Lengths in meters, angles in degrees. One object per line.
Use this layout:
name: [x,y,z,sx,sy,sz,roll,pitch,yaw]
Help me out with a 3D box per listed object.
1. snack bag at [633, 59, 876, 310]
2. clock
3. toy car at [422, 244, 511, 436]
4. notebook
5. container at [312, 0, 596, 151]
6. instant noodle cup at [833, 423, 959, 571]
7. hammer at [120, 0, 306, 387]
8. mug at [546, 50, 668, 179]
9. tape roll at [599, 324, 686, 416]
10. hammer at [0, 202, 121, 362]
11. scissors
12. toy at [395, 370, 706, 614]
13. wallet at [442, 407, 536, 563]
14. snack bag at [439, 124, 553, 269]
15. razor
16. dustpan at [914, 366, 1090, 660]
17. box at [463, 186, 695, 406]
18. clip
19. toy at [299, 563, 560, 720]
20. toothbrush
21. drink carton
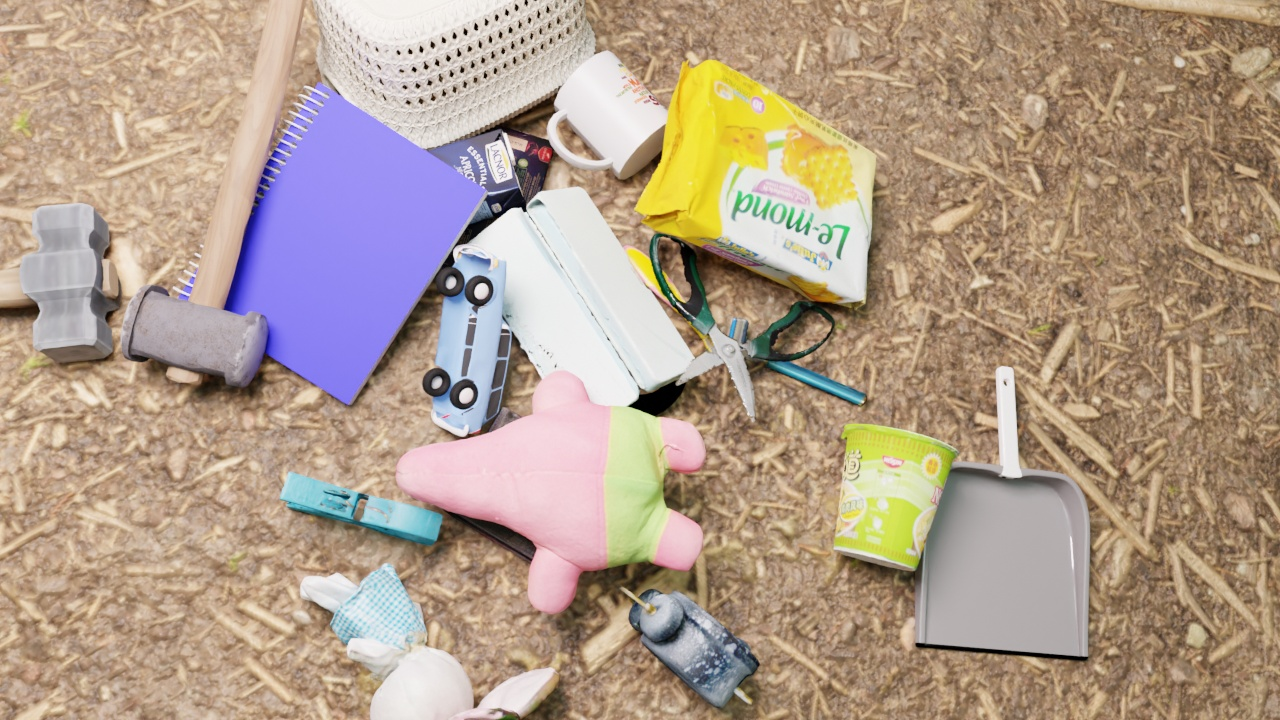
snack bag: [0.111,-0.153,0.825,0.247,0.068,0.159,21,71,-29]
clock: [0.035,0.216,0.719,0.129,0.090,0.052,43,76,-1]
toy car: [-0.136,-0.017,0.746,0.054,0.056,0.153,2,102,-44]
notebook: [-0.255,-0.098,0.754,0.171,0.022,0.209,33,89,-2]
container: [-0.164,-0.306,0.805,0.245,0.143,0.184,-34,71,-19]
instant noodle cup: [0.213,0.119,0.787,0.099,0.099,0.108,16,78,-7]
hammer: [-0.313,-0.141,0.719,0.098,0.052,0.328,15,87,-4]
mug: [-0.033,-0.217,0.842,0.105,0.074,0.089,-41,85,-20]
tape roll: [-0.005,0.005,0.812,0.091,0.016,0.093,-6,75,-14]
hammer: [-0.573,-0.045,0.694,0.322,0.051,0.117,-7,75,-11]
scissors: [0.097,-0.035,0.823,0.203,0.015,0.201,-2,59,-28]
toy: [-0.069,0.096,0.708,0.236,0.097,0.191,5,74,-5]
wallet: [-0.088,0.111,0.758,0.120,0.031,0.099,32,69,-7]
snack bag: [-0.131,-0.143,0.829,0.074,0.018,0.155,16,72,-5]
razor: [0.143,0.008,0.841,0.144,0.022,0.042,26,50,-8]
dustpan: [0.330,0.133,0.834,0.163,0.033,0.257,7,72,-10]
box: [-0.050,-0.048,0.790,0.125,0.075,0.197,-32,81,0]
clip: [-0.210,0.112,0.698,0.126,0.113,0.028,21,73,-19]
toy: [-0.178,0.228,0.672,0.205,0.131,0.105,31,90,11]
toothbrush: [0.030,-0.056,0.837,0.021,0.016,0.135,-41,85,-15]
drink carton: [-0.168,-0.147,0.794,0.130,0.040,0.064,-17,75,-2]
